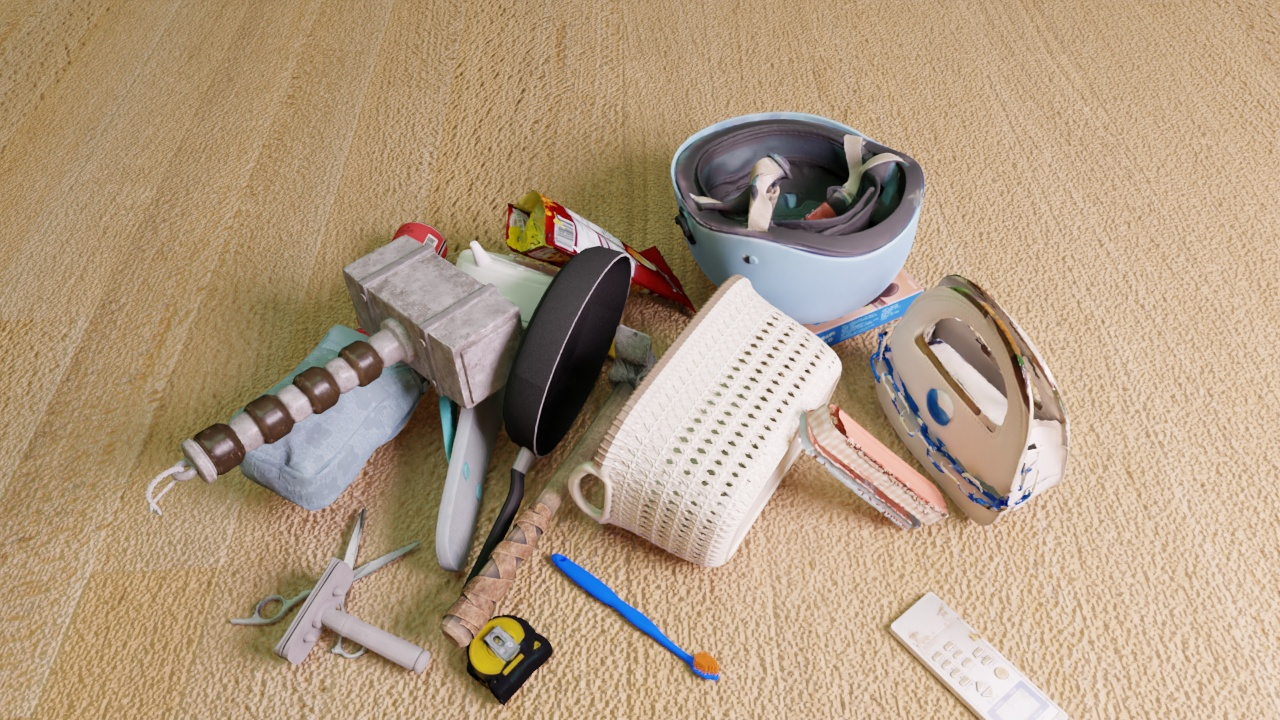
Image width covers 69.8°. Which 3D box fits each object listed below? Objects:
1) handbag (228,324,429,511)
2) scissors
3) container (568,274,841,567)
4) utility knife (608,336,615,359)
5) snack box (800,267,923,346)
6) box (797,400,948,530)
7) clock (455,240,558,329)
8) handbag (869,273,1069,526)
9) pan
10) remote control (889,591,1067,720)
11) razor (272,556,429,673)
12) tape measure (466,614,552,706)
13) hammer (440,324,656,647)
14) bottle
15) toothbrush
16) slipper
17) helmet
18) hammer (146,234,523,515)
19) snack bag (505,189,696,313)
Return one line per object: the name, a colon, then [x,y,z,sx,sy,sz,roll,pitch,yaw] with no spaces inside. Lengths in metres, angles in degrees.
handbag: [-0.290,0.058,0.873,0.122,0.119,0.191,21,47,10]
scissors: [-0.278,0.203,0.816,0.175,0.014,0.141,-16,53,-6]
container: [0.065,0.056,0.805,0.143,0.185,0.245,31,60,16]
utility knife: [-0.006,0.006,0.955,0.030,0.017,0.151,-37,55,-17]
snack box: [0.213,-0.066,0.982,0.151,0.034,0.087,-22,51,-12]
box: [0.198,0.089,0.761,0.056,0.186,0.059,13,72,52]
clock: [-0.128,-0.080,0.953,0.125,0.073,0.160,21,11,30]
handbag: [0.279,0.031,0.788,0.093,0.200,0.200,-24,49,-10]
pan: [-0.097,0.057,0.830,0.044,0.204,0.355,23,77,8]
remote control: [0.266,0.247,0.728,0.050,0.011,0.136,-33,55,-21]
razor: [-0.230,0.228,0.764,0.116,0.047,0.088,22,61,10]
tape measure: [-0.113,0.240,0.755,0.061,0.034,0.061,29,57,28]
hammer: [-0.071,0.109,0.809,0.049,0.122,0.317,22,57,22]
bottle: [-0.272,-0.075,1.018,0.062,0.062,0.176,7,51,11]
toothbrush: [-0.008,0.213,0.778,0.182,0.018,0.016,30,34,27]
slipper: [-0.170,0.067,0.866,0.055,0.098,0.268,2,51,5]
helmet: [0.144,-0.139,0.917,0.225,0.167,0.265,-21,49,-18]
hammer: [-0.267,0.020,0.777,0.177,0.080,0.325,32,54,32]
snack bag: [-0.034,-0.115,0.972,0.207,0.067,0.139,14,24,-36]
